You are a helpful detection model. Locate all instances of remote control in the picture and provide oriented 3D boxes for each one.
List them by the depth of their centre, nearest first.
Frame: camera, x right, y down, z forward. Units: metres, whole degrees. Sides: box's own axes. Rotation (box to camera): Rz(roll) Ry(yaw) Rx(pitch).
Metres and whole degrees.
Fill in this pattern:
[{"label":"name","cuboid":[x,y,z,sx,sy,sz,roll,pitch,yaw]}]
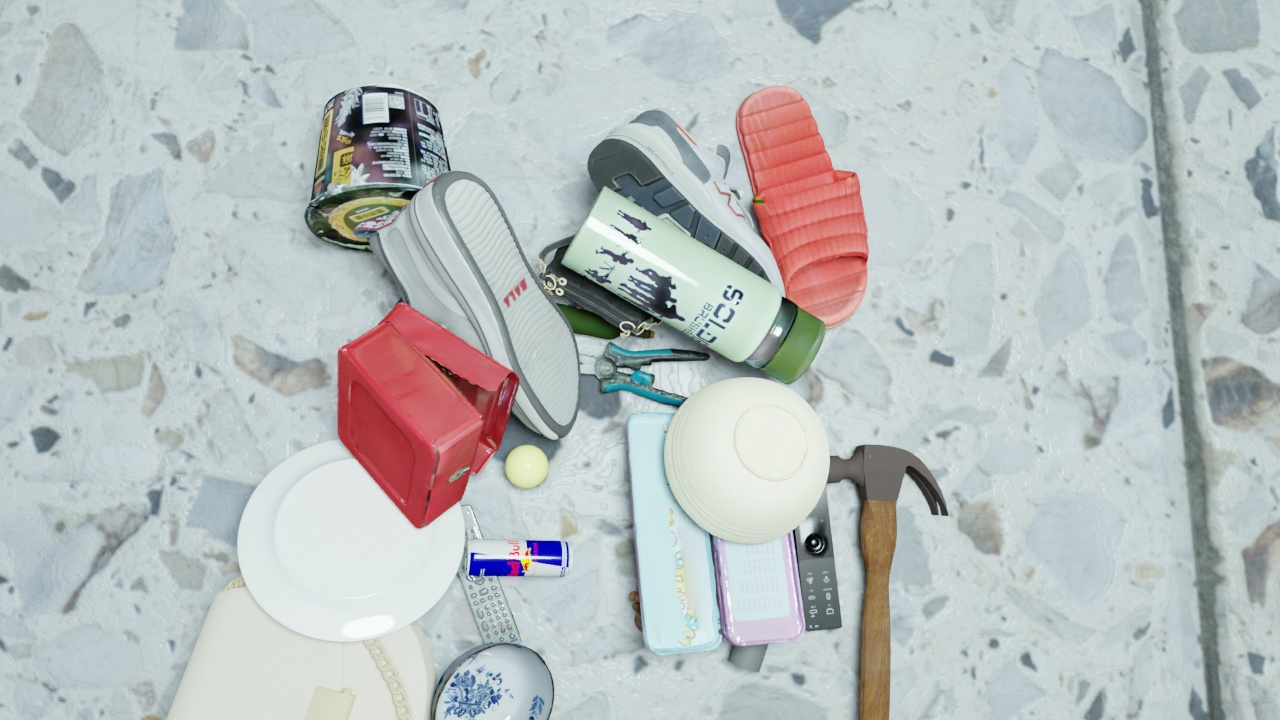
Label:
[{"label":"remote control","cuboid":[-0.147,0.199,0.840,0.033,0.013,0.136,-21,85,-5]},{"label":"remote control","cuboid":[0.162,0.175,0.857,0.034,0.013,0.150,-5,83,-3]}]

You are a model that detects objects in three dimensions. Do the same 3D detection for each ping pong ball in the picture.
[{"label":"ping pong ball","cuboid":[-0.104,0.097,0.841,0.040,0.040,0.040,0,83,-3]}]

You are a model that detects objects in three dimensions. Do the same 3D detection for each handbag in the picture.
[{"label":"handbag","cuboid":[-0.284,0.295,0.787,0.208,0.103,0.210,15,73,0]},{"label":"handbag","cuboid":[-0.035,-0.069,0.840,0.128,0.078,0.054,29,124,0]}]

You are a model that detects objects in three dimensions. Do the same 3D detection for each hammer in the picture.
[{"label":"hammer","cuboid":[0.217,0.239,0.835,0.115,0.033,0.322,5,82,-8]}]

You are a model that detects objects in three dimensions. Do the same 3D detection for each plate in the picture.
[{"label":"plate","cuboid":[-0.247,0.147,0.794,0.188,0.016,0.188,8,55,-12]}]

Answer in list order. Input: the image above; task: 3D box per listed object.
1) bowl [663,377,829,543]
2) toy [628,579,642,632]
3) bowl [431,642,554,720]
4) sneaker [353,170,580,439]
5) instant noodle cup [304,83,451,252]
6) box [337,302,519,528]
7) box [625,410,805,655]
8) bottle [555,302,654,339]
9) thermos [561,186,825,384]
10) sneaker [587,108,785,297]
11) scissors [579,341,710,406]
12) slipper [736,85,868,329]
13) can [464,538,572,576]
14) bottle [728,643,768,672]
[{"label":"bowl","cuboid":[0.102,0.078,0.797,0.150,0.075,0.150,4,70,-12]},{"label":"toy","cuboid":[0.015,0.206,0.834,0.054,0.042,0.102,-13,92,-27]},{"label":"bowl","cuboid":[-0.136,0.296,0.803,0.114,0.045,0.114,-4,97,-35]},{"label":"sneaker","cuboid":[-0.146,-0.032,0.806,0.129,0.096,0.263,-9,123,33]},{"label":"instant noodle cup","cuboid":[-0.230,-0.174,0.828,0.137,0.137,0.112,-4,74,-3]},{"label":"box","cuboid":[-0.189,0.049,0.771,0.134,0.158,0.110,35,57,8]},{"label":"box","cuboid":[0.064,0.147,0.820,0.150,0.035,0.214,1,71,-17]},{"label":"bottle","cuboid":[-0.039,-0.034,0.867,0.106,0.025,0.025,11,83,-1]},{"label":"thermos","cuboid":[0.049,-0.059,0.795,0.231,0.082,0.082,29,82,-9]},{"label":"sneaker","cuboid":[0.062,-0.143,0.852,0.240,0.089,0.124,44,45,-24]},{"label":"scissors","cuboid":[-0.002,0.013,0.867,0.123,0.019,0.148,-43,85,-6]},{"label":"slipper","cuboid":[0.158,-0.153,0.874,0.103,0.059,0.248,-13,83,-4]},{"label":"can","cuboid":[-0.110,0.178,0.826,0.095,0.032,0.032,4,83,-14]},{"label":"bottle","cuboid":[0.113,0.225,0.841,0.030,0.030,0.113,20,83,0]}]
